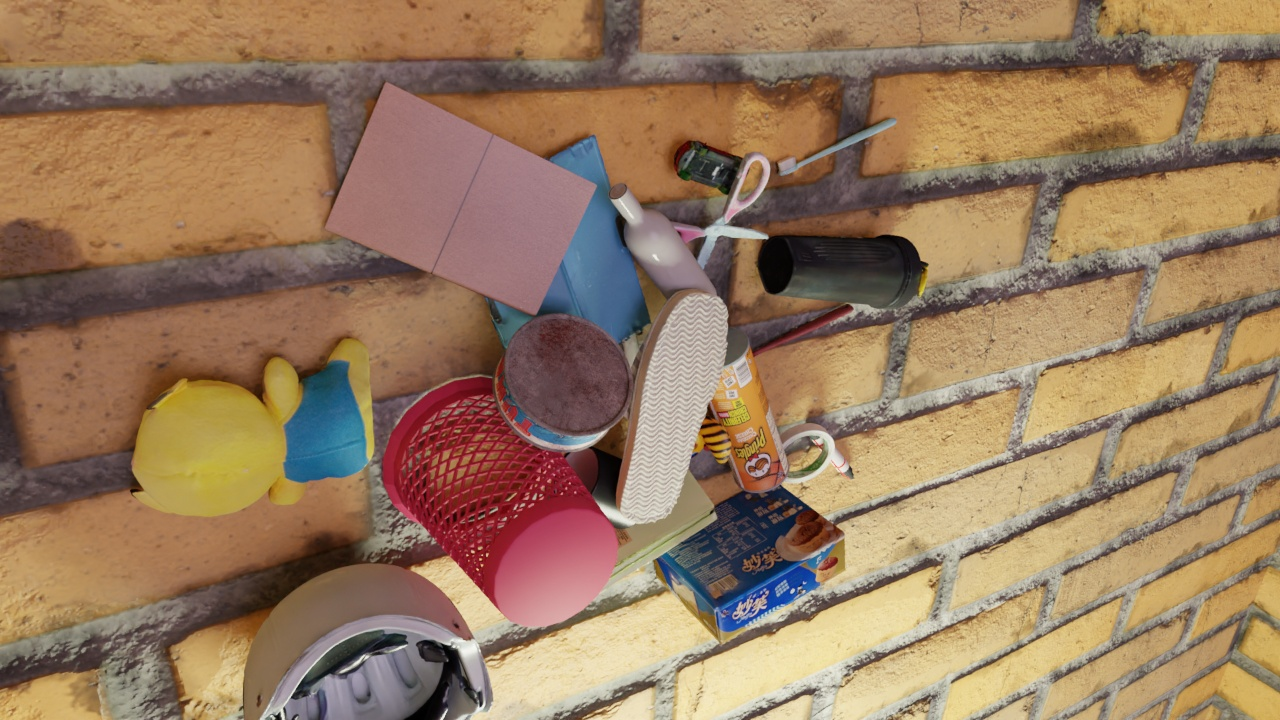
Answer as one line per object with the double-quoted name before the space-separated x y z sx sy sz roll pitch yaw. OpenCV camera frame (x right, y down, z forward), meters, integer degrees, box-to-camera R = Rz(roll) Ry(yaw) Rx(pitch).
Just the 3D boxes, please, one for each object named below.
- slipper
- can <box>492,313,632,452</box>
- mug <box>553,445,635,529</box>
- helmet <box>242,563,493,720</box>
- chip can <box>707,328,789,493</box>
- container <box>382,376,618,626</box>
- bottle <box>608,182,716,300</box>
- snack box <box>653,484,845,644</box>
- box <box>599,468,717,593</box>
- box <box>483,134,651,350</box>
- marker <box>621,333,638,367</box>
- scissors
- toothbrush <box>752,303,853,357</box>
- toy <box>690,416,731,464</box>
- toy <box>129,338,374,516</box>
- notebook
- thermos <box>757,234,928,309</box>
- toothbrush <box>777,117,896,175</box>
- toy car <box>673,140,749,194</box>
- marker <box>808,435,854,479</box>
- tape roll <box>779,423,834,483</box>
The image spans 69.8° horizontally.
"slipper" 0.028 0.052 1.021 0.114 0.054 0.273 6 103 -41
"can" -0.075 0.021 0.892 0.129 0.130 0.044 -10 159 -30
"mug" -0.056 0.158 1.075 0.114 0.078 0.088 -40 134 25
"helmet" -0.287 0.320 0.939 0.236 0.163 0.264 -18 128 -21
"chip can" 0.125 0.066 1.141 0.075 0.075 0.215 -34 127 -15
"container" -0.131 0.145 0.912 0.182 0.226 0.183 -15 120 -27
"bottle" 0.020 -0.118 0.975 0.052 0.052 0.195 -47 139 -5
"snack box" 0.139 0.254 1.194 0.202 0.155 0.069 -24 123 -23
"box" 0.003 0.217 1.140 0.187 0.077 0.091 -26 124 -22
"box" -0.081 -0.091 0.936 0.176 0.048 0.232 -29 123 -15
"marker" -0.006 0.006 1.063 0.020 0.017 0.134 -56 143 -49
"scissors" 0.077 -0.156 1.010 0.170 0.013 0.173 4 129 -26
"toothbrush" 0.199 -0.030 1.180 0.189 0.016 0.016 -25 129 -21
"toy" 0.062 0.094 1.117 0.046 0.103 0.084 -53 144 -59
"toy" -0.343 0.070 0.828 0.213 0.084 0.149 -10 116 -32
"notebook" -0.163 -0.143 0.847 0.209 0.008 0.141 23 101 -21
"thermos" 0.254 -0.111 1.128 0.220 0.098 0.098 1 112 -30
"toothbrush" 0.236 -0.258 1.091 0.180 0.016 0.016 -26 116 -20
"toy car" 0.076 -0.211 0.991 0.091 0.036 0.042 6 129 -38
"marker" 0.275 0.135 1.312 0.019 0.019 0.145 -48 130 -4
"tape roll" 0.221 0.128 1.258 0.093 0.018 0.094 -10 127 -14
